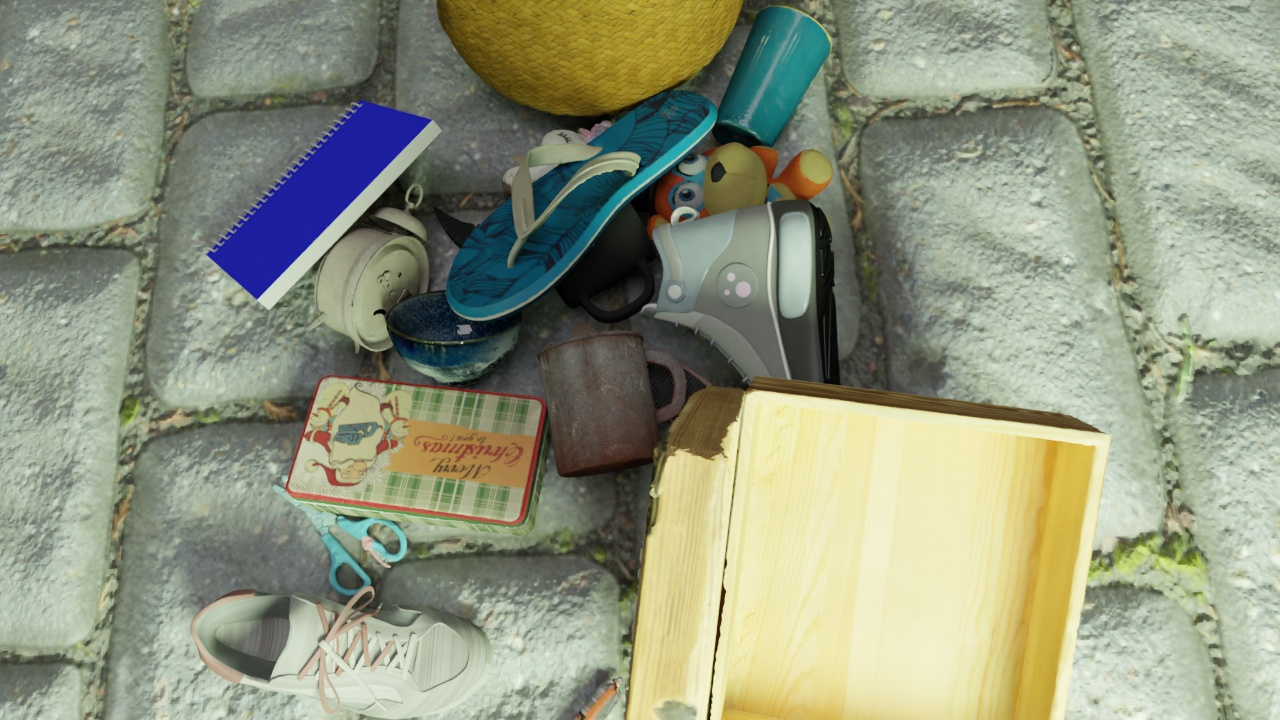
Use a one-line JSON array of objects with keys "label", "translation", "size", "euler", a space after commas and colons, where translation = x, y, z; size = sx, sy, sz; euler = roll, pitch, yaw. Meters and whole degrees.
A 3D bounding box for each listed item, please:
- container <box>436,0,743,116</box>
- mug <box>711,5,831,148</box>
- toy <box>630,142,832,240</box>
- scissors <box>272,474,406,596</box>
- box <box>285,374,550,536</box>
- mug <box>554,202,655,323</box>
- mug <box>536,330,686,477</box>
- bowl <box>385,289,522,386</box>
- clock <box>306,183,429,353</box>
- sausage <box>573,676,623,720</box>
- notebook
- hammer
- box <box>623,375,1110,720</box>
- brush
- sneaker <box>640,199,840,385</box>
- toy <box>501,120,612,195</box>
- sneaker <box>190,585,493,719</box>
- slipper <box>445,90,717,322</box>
[{"label": "container", "translation": [-0.046, -0.376, 0.830], "size": [0.307, 0.197, 0.306], "euler": [-3, 67, 7]}, {"label": "mug", "translation": [0.117, -0.254, 0.852], "size": [0.078, 0.078, 0.121], "euler": [25, 80, 11]}, {"label": "toy", "translation": [0.079, -0.140, 0.811], "size": [0.176, 0.096, 0.112], "euler": [-1, 67, 15]}, {"label": "scissors", "translation": [-0.270, 0.148, 0.782], "size": [0.141, 0.015, 0.075], "euler": [26, 72, 17]}, {"label": "box", "translation": [-0.183, 0.078, 0.773], "size": [0.205, 0.051, 0.117], "euler": [8, 69, 5]}, {"label": "mug", "translation": [-0.035, -0.086, 0.803], "size": [0.088, 0.078, 0.113], "euler": [-32, 72, -6]}, {"label": "mug", "translation": [-0.018, 0.036, 0.758], "size": [0.122, 0.096, 0.110], "euler": [-7, 83, -15]}, {"label": "bowl", "translation": [-0.158, -0.013, 0.789], "size": [0.114, 0.114, 0.061], "euler": [5, 115, 5]}, {"label": "clock", "translation": [-0.230, -0.085, 0.804], "size": [0.061, 0.103, 0.156], "euler": [20, 82, 17]}, {"label": "sausage", "translation": [-0.064, 0.308, 0.709], "size": [0.020, 0.020, 0.155], "euler": [38, 78, 14]}, {"label": "notebook", "translation": [-0.291, -0.149, 0.827], "size": [0.209, 0.022, 0.172], "euler": [-50, 41, -11]}, {"label": "hammer", "translation": [-0.058, -0.218, 0.882], "size": [0.095, 0.015, 0.324], "euler": [40, 78, 15]}, {"label": "box", "translation": [0.122, 0.167, 0.536], "size": [0.286, 0.336, 0.279], "euler": [7, 98, 12]}, {"label": "brush", "translation": [-0.005, 0.005, 0.805], "size": [0.136, 0.015, 0.049], "euler": [32, 78, 13]}, {"label": "sneaker", "translation": [0.081, 0.001, 0.750], "size": [0.161, 0.093, 0.256], "euler": [-1, 95, 20]}, {"label": "toy", "translation": [-0.067, -0.178, 0.841], "size": [0.122, 0.038, 0.079], "euler": [-40, 67, -13]}, {"label": "sneaker", "translation": [-0.237, 0.224, 0.711], "size": [0.236, 0.089, 0.099], "euler": [3, 72, 5]}, {"label": "slipper", "translation": [-0.056, -0.149, 0.759], "size": [0.294, 0.060, 0.118], "euler": [-44, 44, -17]}]
